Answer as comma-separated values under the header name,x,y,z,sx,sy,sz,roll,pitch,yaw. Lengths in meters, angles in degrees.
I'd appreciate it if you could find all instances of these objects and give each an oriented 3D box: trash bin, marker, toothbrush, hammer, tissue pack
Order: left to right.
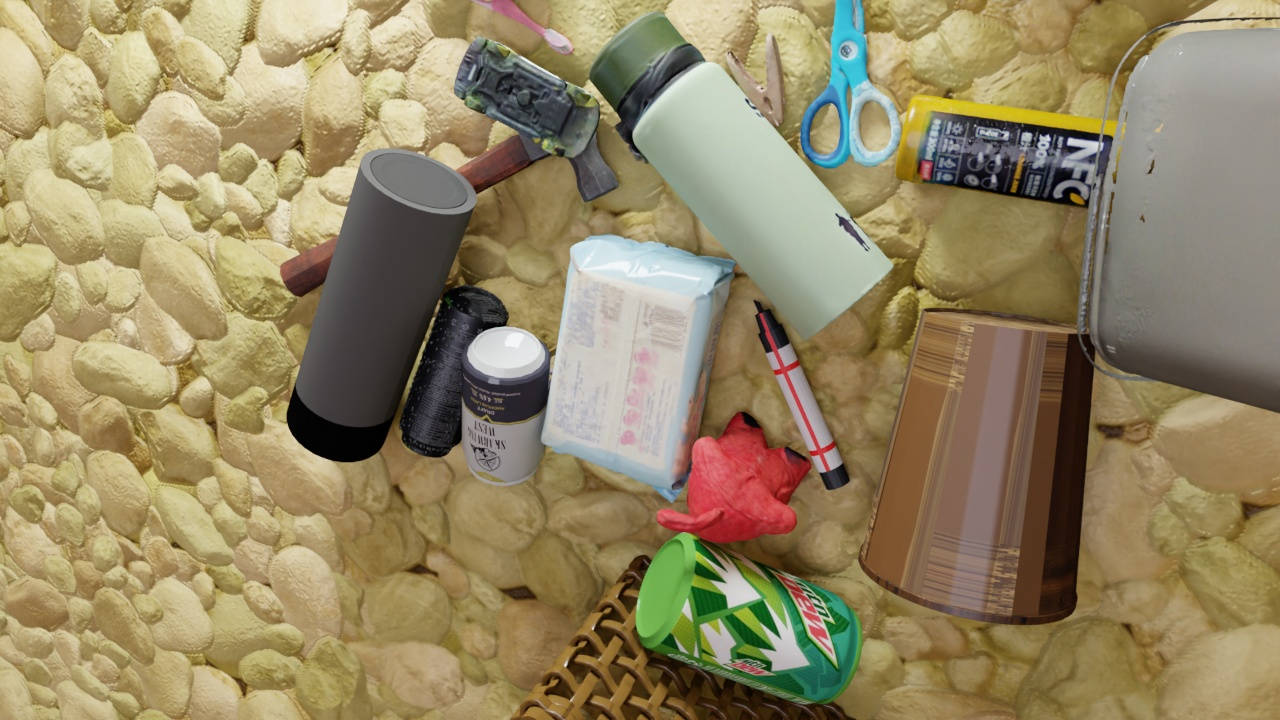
name,x,y,z,sx,sy,sz,roll,pitch,yaw
hammer,-0.168,-0.121,0.713,0.301,0.028,0.111,-23,96,24
toothbrush,-0.104,-0.259,0.660,0.135,0.016,0.021,35,98,8
tissue pack,-0.004,0.004,0.665,0.112,0.069,0.182,16,111,16
marker,0.112,0.023,0.653,0.019,0.019,0.145,-22,95,23
trash bin,0.352,-0.056,0.402,0.197,0.220,0.197,-2,105,-8

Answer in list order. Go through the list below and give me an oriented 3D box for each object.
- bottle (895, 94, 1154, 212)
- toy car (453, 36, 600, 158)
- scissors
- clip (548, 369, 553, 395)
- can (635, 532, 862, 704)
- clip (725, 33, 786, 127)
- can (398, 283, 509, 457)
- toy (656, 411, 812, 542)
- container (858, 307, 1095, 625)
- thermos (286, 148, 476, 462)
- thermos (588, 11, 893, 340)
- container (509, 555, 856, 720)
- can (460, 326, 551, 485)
name,x,y,z,sx,sy,sz,roll,pitch,yaw
bottle,0.251,-0.119,0.547,0.186,0.053,0.053,13,108,16
toy car,-0.076,-0.179,0.631,0.105,0.033,0.048,30,107,4
scissors,0.135,-0.193,0.593,0.066,0.015,0.135,2,107,21
clip,-0.063,0.022,0.721,0.014,0.040,0.052,6,138,20
can,0.076,0.185,0.650,0.144,0.083,0.083,25,113,-15
clip,0.085,-0.187,0.607,0.039,0.024,0.060,-32,101,27
can,-0.149,0.009,0.725,0.054,0.053,0.138,29,111,11
toy,0.057,0.107,0.642,0.088,0.132,0.094,43,123,16
container,0.214,0.057,0.573,0.132,0.132,0.167,9,101,18
thermos,-0.202,-0.035,0.698,0.082,0.082,0.241,34,122,9
thermos,0.059,-0.122,0.605,0.082,0.082,0.231,-42,88,24
container,0.008,0.335,0.666,0.251,0.213,0.220,37,113,7
can,-0.103,0.040,0.698,0.064,0.064,0.128,19,129,14
